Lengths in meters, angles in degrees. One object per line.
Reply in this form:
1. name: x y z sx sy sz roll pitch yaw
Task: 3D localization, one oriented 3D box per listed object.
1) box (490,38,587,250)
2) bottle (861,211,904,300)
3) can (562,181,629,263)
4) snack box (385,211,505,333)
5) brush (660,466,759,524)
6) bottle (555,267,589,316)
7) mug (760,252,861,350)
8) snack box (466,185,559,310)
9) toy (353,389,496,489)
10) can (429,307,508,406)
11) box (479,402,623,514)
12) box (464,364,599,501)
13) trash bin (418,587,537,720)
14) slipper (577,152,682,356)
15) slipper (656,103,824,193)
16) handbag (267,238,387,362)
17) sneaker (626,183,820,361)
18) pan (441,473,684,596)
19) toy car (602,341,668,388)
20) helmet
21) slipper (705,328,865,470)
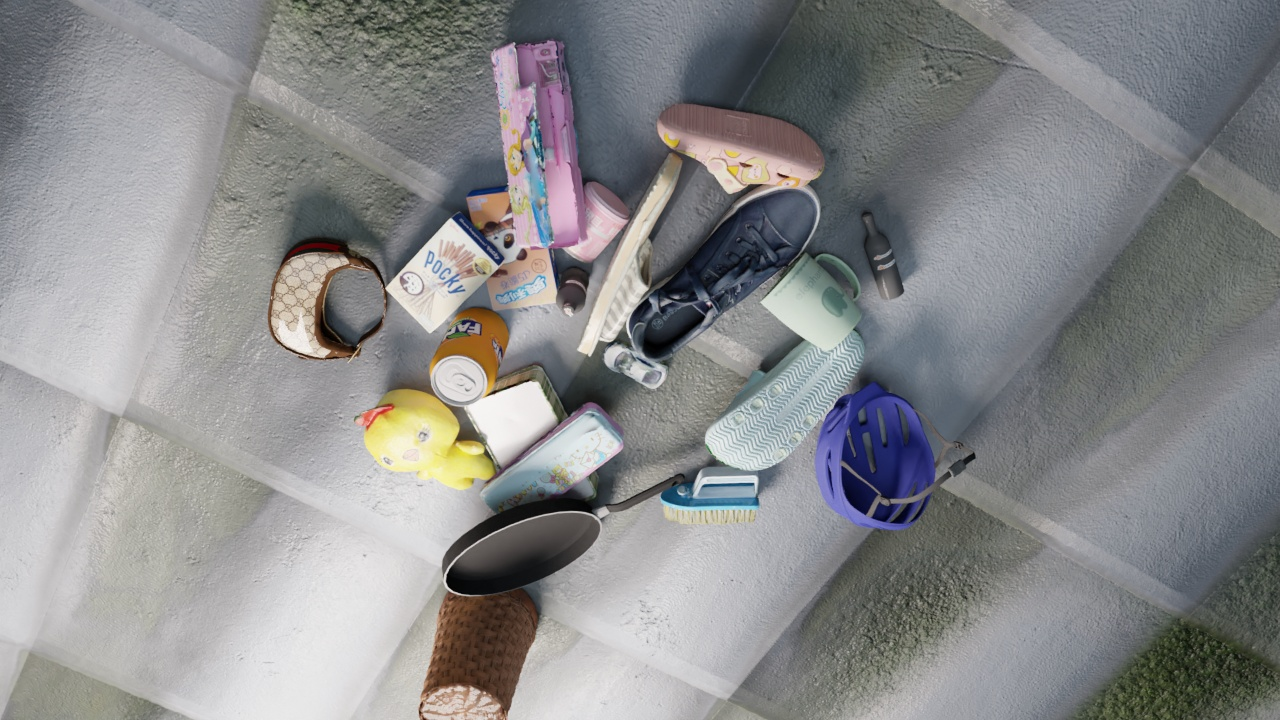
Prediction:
1. box: -0.121 -0.239 1.031 0.085 0.076 0.230 -3 101 18
2. bottle: 0.295 -0.131 1.132 0.030 0.030 0.113 -20 113 11
3. can: -0.060 -0.167 1.104 0.067 0.067 0.076 38 111 -15
4. snack box: -0.242 -0.107 1.136 0.082 0.026 0.150 46 122 -9
5. brush: 0.095 0.184 1.273 0.136 0.055 0.075 -2 120 3
6. bottle: -0.084 -0.081 1.121 0.036 0.109 0.036 0 115 1
7. mug: 0.221 -0.079 1.127 0.104 0.084 0.111 41 69 0
8. snack box: -0.155 -0.140 1.136 0.087 0.034 0.151 -7 115 6
9. toy: -0.285 0.109 1.232 0.134 0.092 0.207 -29 121 24
10. can: -0.212 -0.006 1.142 0.079 0.142 0.079 0 115 1
11. box: -0.117 0.140 1.215 0.215 0.036 0.076 -38 109 19
12. box: -0.146 0.112 1.250 0.118 0.050 0.205 -21 113 14
13. trash bin: -0.233 0.436 1.316 0.151 0.209 0.151 1 116 1
14. slipper: -0.008 -0.120 1.095 0.054 0.114 0.273 21 119 -10
15. slipper: 0.111 -0.238 1.064 0.197 0.093 0.082 14 135 -3
16. handbag: -0.395 -0.069 1.166 0.138 0.063 0.167 13 116 -15
17. sneaker: 0.097 -0.100 1.102 0.295 0.127 0.120 -41 109 16
18. pan: -0.104 0.228 1.259 0.356 0.034 0.225 -27 150 1
19. toy car: -0.007 0.007 1.207 0.089 0.027 0.039 25 115 -10
20. helmet: 0.325 0.142 1.159 0.147 0.228 0.242 -32 118 -18
21. slipper: 0.189 0.046 1.200 0.245 0.074 0.104 -44 108 3
